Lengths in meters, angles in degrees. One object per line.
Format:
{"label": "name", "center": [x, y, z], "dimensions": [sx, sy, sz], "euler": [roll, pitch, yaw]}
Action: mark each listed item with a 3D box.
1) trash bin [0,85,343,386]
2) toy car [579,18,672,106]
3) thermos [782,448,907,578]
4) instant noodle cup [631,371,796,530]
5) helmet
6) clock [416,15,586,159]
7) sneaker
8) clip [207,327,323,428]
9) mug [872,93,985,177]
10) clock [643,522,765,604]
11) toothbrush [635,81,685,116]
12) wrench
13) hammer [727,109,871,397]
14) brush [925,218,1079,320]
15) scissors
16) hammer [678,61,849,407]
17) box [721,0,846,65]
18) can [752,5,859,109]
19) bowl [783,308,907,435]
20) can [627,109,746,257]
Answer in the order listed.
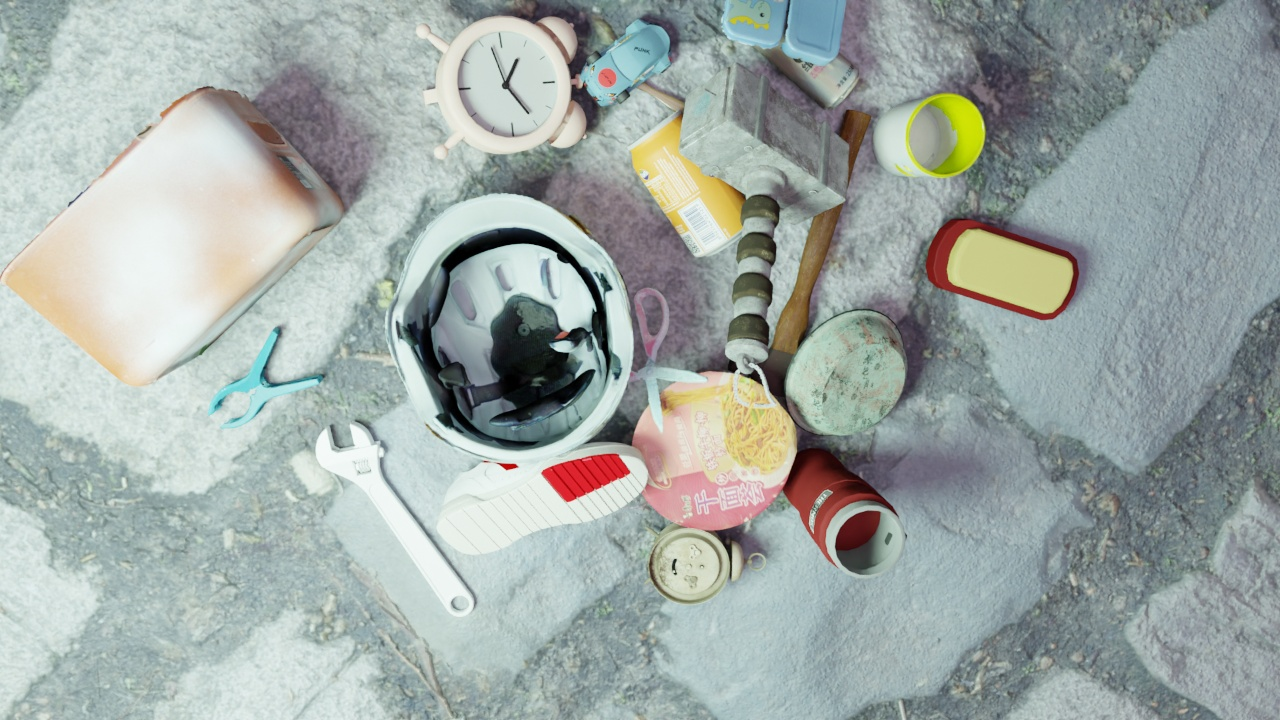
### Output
{"label": "trash bin", "center": [-0.435, -0.114, 0.888], "dimensions": [0.260, 0.181, 0.157], "euler": [-42, 104, 3]}
{"label": "toy car", "center": [-0.010, -0.309, 0.944], "dimensions": [0.107, 0.028, 0.060], "euler": [-43, 103, -19]}
{"label": "thermos", "center": [0.224, 0.163, 0.992], "dimensions": [0.108, 0.198, 0.084], "euler": [20, 99, -9]}
{"label": "instant noodle cup", "center": [0.075, 0.093, 1.028], "dimensions": [0.178, 0.077, 0.179], "euler": [-1, 100, -6]}
{"label": "helmet", "center": [-0.125, -0.026, 0.940], "dimensions": [0.236, 0.164, 0.264], "euler": [-19, 84, -4]}
{"label": "clock", "center": [-0.140, -0.279, 0.940], "dimensions": [0.160, 0.086, 0.131], "euler": [-9, 102, -13]}
{"label": "sneaker", "center": [-0.107, 0.123, 0.998], "dimensions": [0.237, 0.104, 0.090], "euler": [-23, 126, 15]}
{"label": "clip", "center": [-0.408, 0.037, 0.999], "dimensions": [0.120, 0.027, 0.104], "euler": [-35, 100, 2]}
{"label": "mug", "center": [0.301, -0.235, 0.967], "dimensions": [0.082, 0.106, 0.082], "euler": [-1, 101, -5]}
{"label": "clock", "center": [0.074, 0.231, 1.067], "dimensions": [0.141, 0.054, 0.093], "euler": [1, 101, 2]}
{"label": "toothbrush", "center": [0.043, -0.270, 0.982], "dimensions": [0.167, 0.016, 0.016], "euler": [28, 96, -11]}
{"label": "wrench", "center": [-0.273, 0.184, 1.045], "dimensions": [0.066, 0.018, 0.273], "euler": [-31, 104, 2]}
{"label": "hammer", "center": [0.194, -0.115, 1.020], "dimensions": [0.115, 0.033, 0.323], "euler": [15, 99, -6]}
{"label": "brush", "center": [0.413, -0.102, 1.036], "dimensions": [0.173, 0.042, 0.082], "euler": [16, 99, -8]}
{"label": "scissors", "center": [0.003, -0.006, 0.991], "dimensions": [0.171, 0.013, 0.173], "euler": [6, 74, 35]}
{"label": "hammer", "center": [0.112, -0.112, 0.883], "dimensions": [0.176, 0.080, 0.325], "euler": [25, 61, -32]}
{"label": "box", "center": [0.155, -0.409, 0.926], "dimensions": [0.125, 0.021, 0.208], "euler": [12, 82, -15]}
{"label": "can", "center": [0.165, -0.325, 0.962], "dimensions": [0.135, 0.054, 0.054], "euler": [38, 95, -11]}
{"label": "bowl", "center": [0.237, 0.023, 1.018], "dimensions": [0.157, 0.038, 0.158], "euler": [-10, 119, -20]}
{"label": "can", "center": [0.054, -0.184, 0.968], "dimensions": [0.079, 0.079, 0.142], "euler": [-35, 102, 2]}
